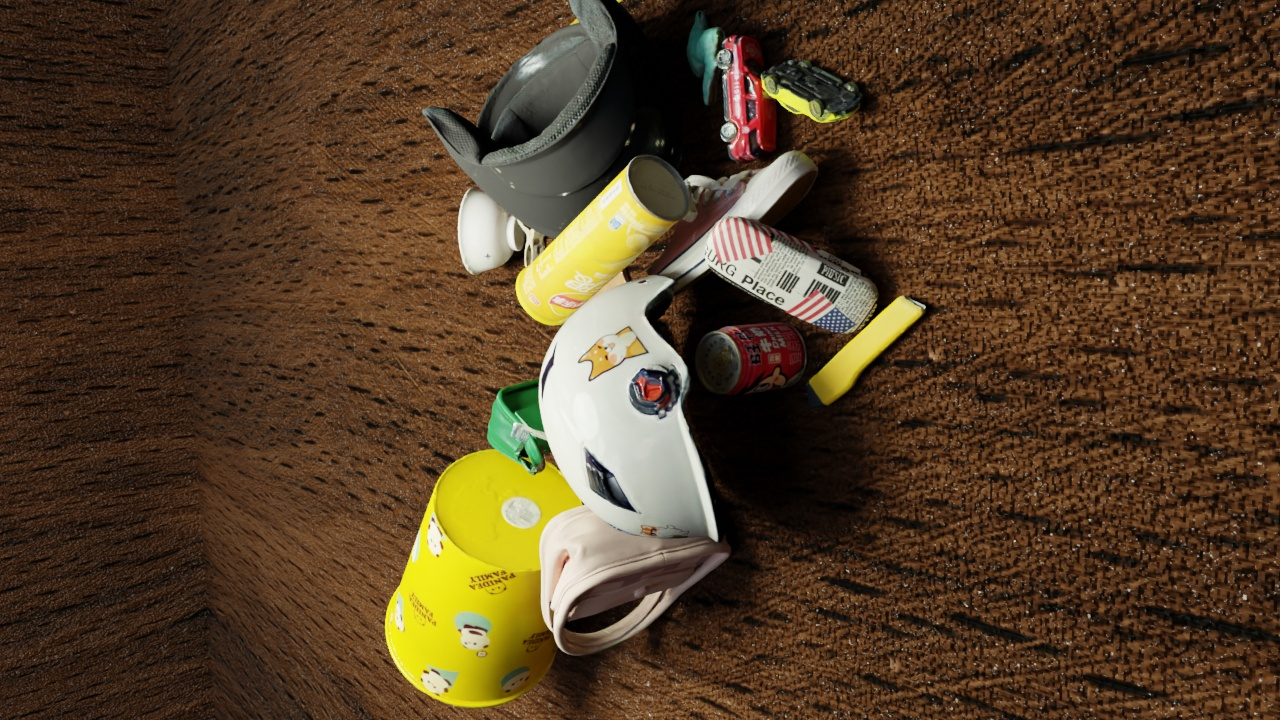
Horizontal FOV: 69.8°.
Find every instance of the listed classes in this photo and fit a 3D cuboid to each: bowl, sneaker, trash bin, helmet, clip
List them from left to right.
[{"bbox_3d":[-0.185,0.262,1.142,0.229,0.229,0.256,51,137,33],"label":"trash bin"},{"bbox_3d":[-0.193,-0.173,1.232,0.065,0.118,0.118,2,98,11],"label":"bowl"},{"bbox_3d":[-0.143,-0.179,1.209,0.095,0.035,0.102,54,140,25],"label":"clip"},{"bbox_3d":[-0.076,-0.252,0.972,0.234,0.230,0.274,-37,29,10],"label":"helmet"},{"bbox_3d":[-0.018,0.056,0.902,0.230,0.157,0.273,77,-177,-61],"label":"helmet"},{"bbox_3d":[0.072,-0.145,0.905,0.088,0.118,0.242,56,142,2],"label":"sneaker"}]

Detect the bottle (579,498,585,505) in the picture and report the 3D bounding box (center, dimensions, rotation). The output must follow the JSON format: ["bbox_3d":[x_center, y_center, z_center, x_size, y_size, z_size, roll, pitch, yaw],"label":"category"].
[{"bbox_3d":[-0.055,0.081,1.088,0.044,0.079,0.195,-12,93,54],"label":"bottle"}]

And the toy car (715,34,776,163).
[{"bbox_3d":[0.105,-0.253,0.887,0.045,0.052,0.120,-2,99,34],"label":"toy car"}]

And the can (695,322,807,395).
[{"bbox_3d":[0.106,-0.002,0.885,0.067,0.093,0.066,9,101,49],"label":"can"}]

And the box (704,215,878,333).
[{"bbox_3d":[0.135,-0.079,0.826,0.164,0.052,0.069,28,145,0],"label":"box"}]

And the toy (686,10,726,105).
[{"bbox_3d":[0.067,-0.306,0.923,0.092,0.030,0.096,-128,38,-72],"label":"toy"}]

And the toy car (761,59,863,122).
[{"bbox_3d":[0.155,-0.241,0.835,0.105,0.048,0.032,42,153,39],"label":"toy car"}]

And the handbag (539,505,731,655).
[{"bbox_3d":[-0.022,0.248,1.012,0.093,0.193,0.235,58,143,37],"label":"handbag"}]

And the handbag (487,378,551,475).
[{"bbox_3d":[-0.115,0.081,1.134,0.120,0.131,0.068,45,131,33],"label":"handbag"}]

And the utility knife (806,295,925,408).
[{"bbox_3d":[0.202,-0.005,0.832,0.033,0.015,0.157,57,133,19],"label":"utility knife"}]

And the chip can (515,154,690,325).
[{"bbox_3d":[-0.042,-0.112,0.893,0.214,0.072,0.072,-37,67,46],"label":"chip can"}]

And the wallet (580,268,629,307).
[{"bbox_3d":[-0.062,-0.121,1.130,0.101,0.020,0.115,-34,72,46],"label":"wallet"}]

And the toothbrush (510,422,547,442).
[{"bbox_3d":[-0.061,0.095,1.004,0.027,0.220,0.026,7,80,40],"label":"toothbrush"}]

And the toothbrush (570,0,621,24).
[{"bbox_3d":[-0.024,-0.418,1.045,0.191,0.016,0.015,-17,82,50],"label":"toothbrush"}]
